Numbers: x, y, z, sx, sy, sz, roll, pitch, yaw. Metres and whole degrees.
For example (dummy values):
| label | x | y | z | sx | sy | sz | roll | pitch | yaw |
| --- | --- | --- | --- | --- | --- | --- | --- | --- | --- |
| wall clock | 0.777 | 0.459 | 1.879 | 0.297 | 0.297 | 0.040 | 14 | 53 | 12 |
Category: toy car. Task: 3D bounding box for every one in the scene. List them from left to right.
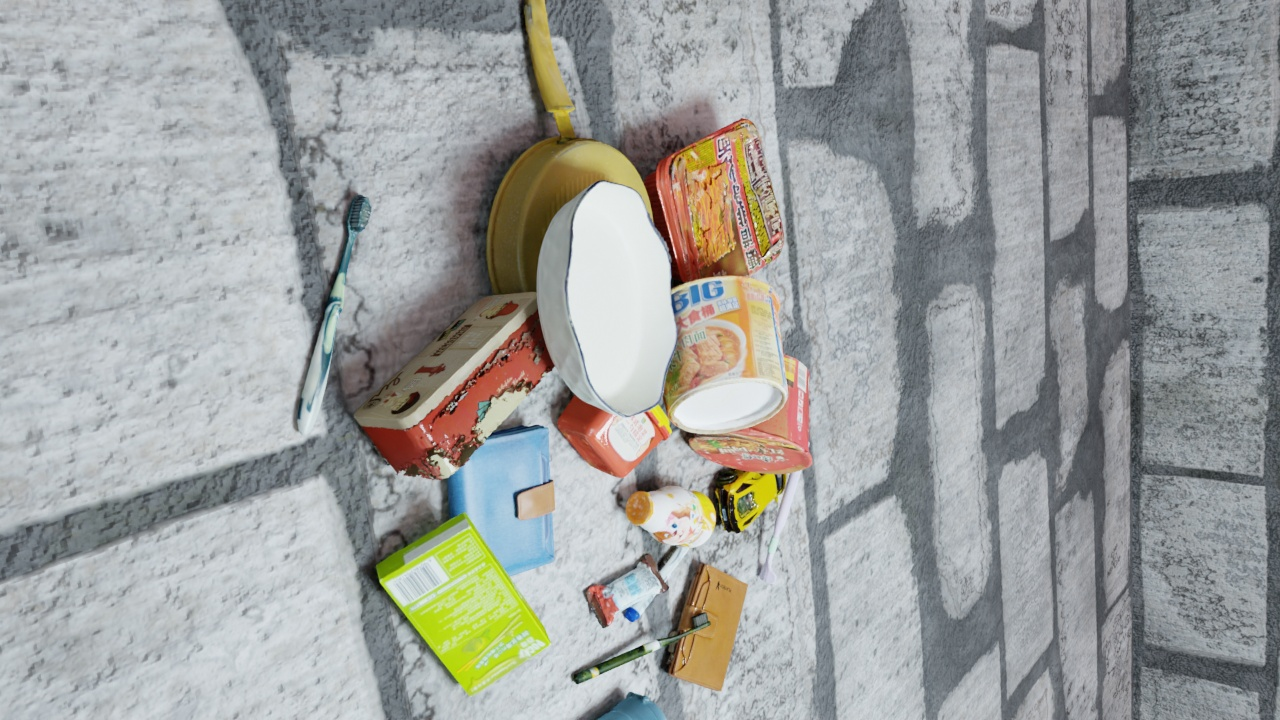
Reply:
| label | x | y | z | sx | sy | sz | roll | pitch | yaw |
| --- | --- | --- | --- | --- | --- | --- | --- | --- | --- |
| toy car | 0.141 | 0.151 | 1.122 | 0.155 | 0.041 | 0.071 | -31 | 117 | -45 |

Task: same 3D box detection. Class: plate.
| label | x | y | z | sx | sy | sz | roll | pitch | yaw |
| --- | --- | --- | --- | --- | --- | --- | --- | --- | --- |
| plate | -0.027 | -0.052 | 0.803 | 0.204 | 0.046 | 0.204 | 22 | 66 | -62 |

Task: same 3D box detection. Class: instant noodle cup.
| label | x | y | z | sx | sy | sz | roll | pitch | yaw |
| --- | --- | --- | --- | --- | --- | --- | --- | --- | --- |
| instant noodle cup | 0.072 | -0.159 | 0.992 | 0.188 | 0.079 | 0.164 | -36 | 117 | -43 |
| instant noodle cup | 0.080 | 0.001 | 0.934 | 0.151 | 0.152 | 0.111 | 26 | 46 | -46 |
| instant noodle cup | 0.133 | 0.057 | 1.042 | 0.138 | 0.138 | 0.108 | 36 | 58 | -44 |

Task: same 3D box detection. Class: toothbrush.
| label | x | y | z | sx | sy | sz | roll | pitch | yaw |
| --- | --- | --- | --- | --- | --- | --- | --- | --- | --- |
| toothbrush | -0.233 | -0.036 | 0.700 | 0.016 | 0.018 | 0.191 | 20 | 77 | -48 |
| toothbrush | 0.005 | 0.304 | 0.977 | 0.185 | 0.012 | 0.017 | -11 | 89 | -38 |
| toothbrush | 0.182 | 0.188 | 1.149 | 0.021 | 0.029 | 0.189 | 9 | 100 | -32 |

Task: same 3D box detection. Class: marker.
| label | x | y | z | sx | sy | sz | roll | pitch | yaw |
| --- | --- | --- | --- | --- | --- | --- | --- | --- | --- |
| marker | 0.028 | 0.232 | 1.017 | 0.145 | 0.017 | 0.017 | -46 | 125 | -36 |

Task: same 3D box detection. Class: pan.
| label | x | y | z | sx | sy | sz | roll | pitch | yaw |
| --- | --- | --- | --- | --- | --- | --- | --- | --- | --- |
| pan | -0.073 | -0.188 | 0.853 | 0.197 | 0.078 | 0.358 | -16 | 111 | -50 |

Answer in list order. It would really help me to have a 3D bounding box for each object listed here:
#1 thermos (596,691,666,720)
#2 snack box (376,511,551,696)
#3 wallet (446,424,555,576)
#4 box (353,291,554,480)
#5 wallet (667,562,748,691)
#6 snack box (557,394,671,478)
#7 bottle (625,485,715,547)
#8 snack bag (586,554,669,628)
| label | x | y | z | sx | sy | sz | roll | pitch | yaw |
| --- | --- | --- | --- | --- | --- | --- | --- | --- | --- |
| thermos | -0.057 | 0.407 | 0.895 | 0.219 | 0.070 | 0.070 | -22 | 109 | -46 |
| snack box | -0.147 | 0.210 | 0.781 | 0.085 | 0.026 | 0.156 | -32 | 120 | -8 |
| wallet | -0.124 | 0.130 | 0.823 | 0.106 | 0.040 | 0.133 | -9 | 101 | -44 |
| box | -0.139 | 0.024 | 0.756 | 0.167 | 0.091 | 0.079 | -49 | 123 | -34 |
| wallet | 0.079 | 0.311 | 1.072 | 0.107 | 0.031 | 0.131 | 37 | 63 | -45 |
| snack box | -0.027 | 0.062 | 0.897 | 0.080 | 0.082 | 0.091 | -51 | 127 | -21 |
| bottle | 0.031 | 0.165 | 0.981 | 0.108 | 0.063 | 0.063 | 22 | 76 | -47 |
| snack bag | -0.012 | 0.240 | 0.962 | 0.105 | 0.026 | 0.045 | -18 | 71 | -45 |
